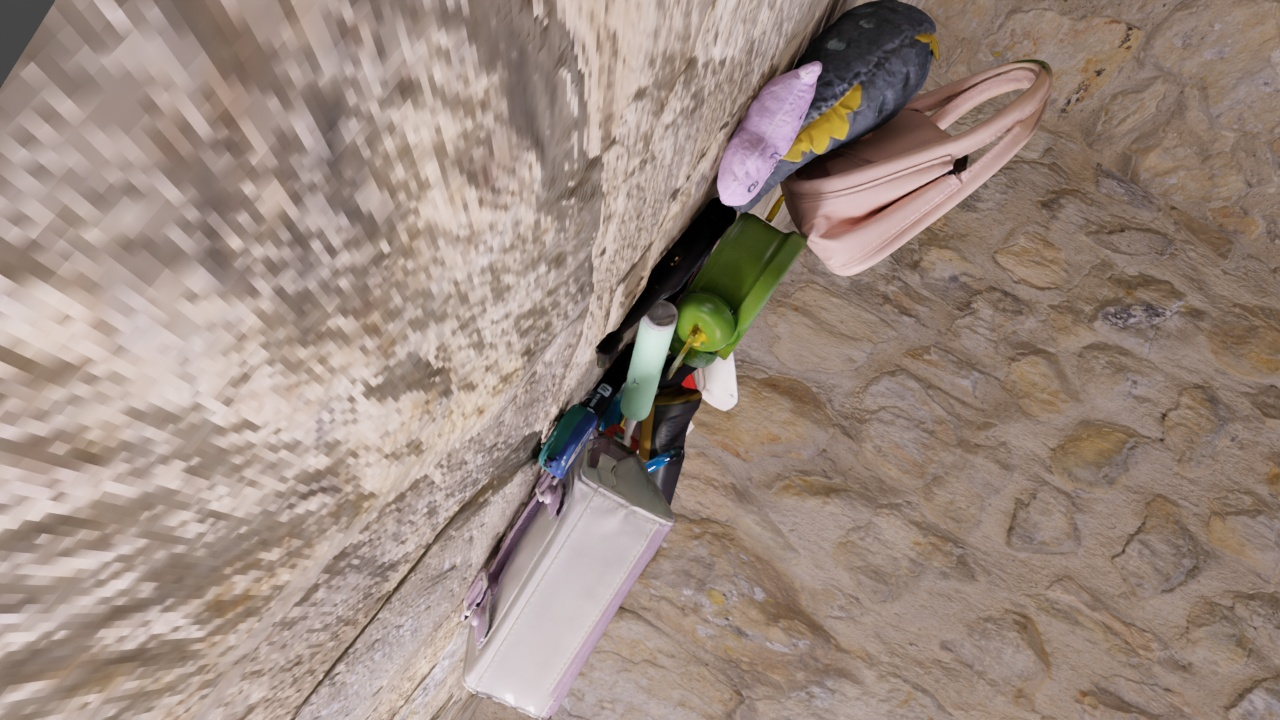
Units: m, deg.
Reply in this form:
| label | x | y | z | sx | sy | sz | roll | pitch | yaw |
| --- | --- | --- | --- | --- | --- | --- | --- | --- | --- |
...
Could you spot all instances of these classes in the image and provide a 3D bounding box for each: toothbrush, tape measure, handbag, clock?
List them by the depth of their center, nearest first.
| label | x | y | z | sx | sy | sz | roll | pitch | yaw |
| --- | --- | --- | --- | --- | --- | --- | --- | --- | --- |
| toothbrush | 0.020 | -0.060 | 0.658 | 0.212 | 0.026 | 0.027 | -53 | 162 | -44 |
| tape measure | -0.054 | 0.057 | 0.660 | 0.054 | 0.025 | 0.058 | -58 | 176 | -13 |
| clock | 0.068 | -0.049 | 0.729 | 0.161 | 0.056 | 0.116 | -55 | 175 | -13 |
| toothbrush | 0.000 | 0.024 | 0.748 | 0.026 | 0.027 | 0.225 | -48 | 166 | -30 |
| handbag | -0.068 | 0.164 | 0.753 | 0.197 | 0.098 | 0.145 | -58 | -167 | 9 |
| handbag | 0.232 | -0.181 | 0.776 | 0.234 | 0.093 | 0.193 | -27 | -158 | 15 |
| toothbrush | -0.038 | 0.120 | 0.834 | 0.190 | 0.014 | 0.016 | -31 | -172 | 23 |

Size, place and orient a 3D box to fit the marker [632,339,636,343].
| label | x | y | z | sx | sy | sz | roll | pitch | yaw |
| --- | --- | --- | --- | --- | --- | --- | --- | --- | --- |
| marker | -0.005 | 0.005 | 0.875 | 0.017 | 0.017 | 0.145 | -57 | 175 | -14 |

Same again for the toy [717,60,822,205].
| label | x | y | z | sx | sy | sz | roll | pitch | yaw |
| --- | --- | --- | --- | --- | --- | --- | --- | --- | --- |
| toy | 0.086 | -0.156 | 0.639 | 0.108 | 0.039 | 0.083 | -60 | -176 | 11 |

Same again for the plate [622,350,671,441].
| label | x | y | z | sx | sy | sz | roll | pitch | yaw |
| --- | --- | --- | --- | --- | --- | --- | --- | --- | --- |
| plate | 0.016 | 0.026 | 0.996 | 0.164 | 0.034 | 0.163 | 113 | -1 | -51 |

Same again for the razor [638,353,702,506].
| label | x | y | z | sx | sy | sz | roll | pitch | yaw |
| --- | --- | --- | --- | --- | --- | --- | --- | --- | --- |
| razor | 0.017 | 0.068 | 0.829 | 0.062 | 0.068 | 0.168 | -25 | 130 | -49 |

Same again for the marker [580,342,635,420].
| label | x | y | z | sx | sy | sz | roll | pitch | yaw |
| --- | --- | --- | --- | --- | --- | --- | --- | --- | --- |
| marker | -0.033 | 0.032 | 0.740 | 0.022 | 0.020 | 0.131 | 89 | 26 | -42 |

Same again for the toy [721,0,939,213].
| label | x | y | z | sx | sy | sz | roll | pitch | yaw |
| --- | --- | --- | --- | --- | --- | --- | --- | --- | --- |
| toy | 0.179 | -0.236 | 0.768 | 0.138 | 0.091 | 0.355 | -40 | -175 | 46 |

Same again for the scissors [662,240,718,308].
| label | x | y | z | sx | sy | sz | roll | pitch | yaw |
| --- | --- | --- | --- | --- | --- | --- | --- | --- | --- |
| scissors | 0.057 | -0.092 | 0.830 | 0.221 | 0.022 | 0.229 | -61 | 178 | 35 |

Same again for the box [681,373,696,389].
| label | x | y | z | sx | sy | sz | roll | pitch | yaw |
| --- | --- | --- | --- | --- | --- | --- | --- | --- | --- |
| box | -0.015 | 0.086 | 1.162 | 0.200 | 0.100 | 0.112 | -55 | 140 | -31 |

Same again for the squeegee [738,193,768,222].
| label | x | y | z | sx | sy | sz | roll | pitch | yaw |
| --- | --- | --- | --- | --- | --- | --- | --- | --- | --- |
| squeegee | 0.114 | -0.134 | 0.981 | 0.246 | 0.039 | 0.246 | -64 | 179 | -3 |

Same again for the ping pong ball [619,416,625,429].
| label | x | y | z | sx | sy | sz | roll | pitch | yaw |
| --- | --- | --- | --- | --- | --- | --- | --- | --- | --- |
| ping pong ball | -0.022 | 0.084 | 1.057 | 0.040 | 0.040 | 0.040 | -57 | 175 | -8 |

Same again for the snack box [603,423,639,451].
| label | x | y | z | sx | sy | sz | roll | pitch | yaw |
| --- | --- | --- | --- | --- | --- | --- | --- | --- | --- |
| snack box | -0.061 | 0.137 | 0.918 | 0.127 | 0.044 | 0.113 | -59 | 169 | 24 |

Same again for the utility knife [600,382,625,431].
| label | x | y | z | sx | sy | sz | roll | pitch | yaw |
| --- | --- | --- | --- | --- | --- | --- | --- | --- | --- |
| utility knife | -0.022 | 0.040 | 0.919 | 0.034 | 0.018 | 0.210 | -56 | 174 | -18 |

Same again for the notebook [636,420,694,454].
| label | x | y | z | sx | sy | sz | roll | pitch | yaw |
| --- | --- | --- | --- | --- | --- | --- | --- | --- | --- |
| notebook | 0.002 | 0.113 | 0.959 | 0.150 | 0.012 | 0.209 | -52 | 169 | -3 |

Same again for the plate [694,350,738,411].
| label | x | y | z | sx | sy | sz | roll | pitch | yaw |
| --- | --- | --- | --- | --- | --- | --- | --- | --- | --- |
| plate | 0.083 | -0.018 | 1.125 | 0.266 | 0.034 | 0.162 | 80 | 0 | -85 |
